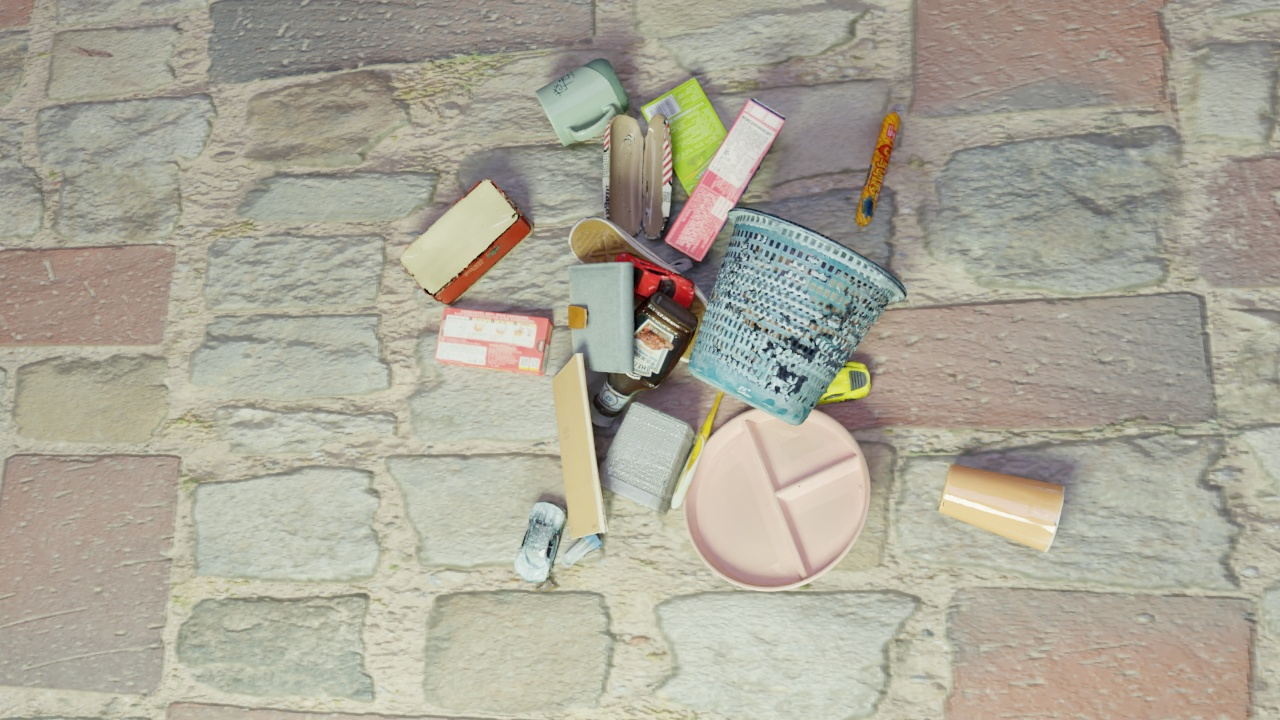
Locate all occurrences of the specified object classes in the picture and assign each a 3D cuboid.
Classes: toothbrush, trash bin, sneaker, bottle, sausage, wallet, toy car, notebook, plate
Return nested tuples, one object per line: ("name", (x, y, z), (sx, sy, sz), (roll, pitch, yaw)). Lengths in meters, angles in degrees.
("toothbrush", (0.075, 0.095, 1.139), (0.016, 0.018, 0.191), (11, 70, 36))
("trash bin", (0.160, -0.040, 1.063), (0.226, 0.226, 0.195), (27, 92, 15))
("sneaker", (0.010, -0.096, 1.171), (0.241, 0.087, 0.118), (42, 103, -6))
("bottle", (-0.007, 0.007, 1.130), (0.080, 0.043, 0.195), (34, 123, -2))
("sausage", (0.301, -0.243, 1.166), (0.021, 0.021, 0.165), (15, 84, 14))
("wallet", (-0.051, -0.052, 1.096), (0.107, 0.036, 0.130), (4, 97, 45))
("toy car", (0.014, -0.092, 1.110), (0.106, 0.031, 0.049), (23, 105, -3))
("notebook", (-0.078, 0.111, 1.128), (0.012, 0.150, 0.211), (-4, 78, -19))
("toy car", (-0.128, 0.232, 1.170), (0.049, 0.031, 0.105), (14, 85, 16))
("plate", (0.160, 0.161, 1.086), (0.230, 0.028, 0.229), (-13, 59, 22))
("toy car", (0.230, 0.028, 1.129), (0.105, 0.032, 0.048), (-9, 79, 12))

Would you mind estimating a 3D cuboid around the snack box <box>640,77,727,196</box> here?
("snack box", (0.073, -0.291, 1.220), (0.086, 0.026, 0.156), (-29, 75, 6))

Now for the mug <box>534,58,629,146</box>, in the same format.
("mug", (-0.071, -0.339, 1.223), (0.106, 0.082, 0.111), (-27, 51, 2))

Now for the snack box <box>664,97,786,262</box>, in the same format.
("snack box", (0.107, -0.225, 1.161), (0.058, 0.057, 0.207), (31, 97, 0))

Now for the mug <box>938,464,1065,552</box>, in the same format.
("mug", (0.409, 0.163, 1.048), (0.123, 0.078, 0.078), (15, 83, 20))

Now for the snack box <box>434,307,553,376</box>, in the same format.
("snack box", (-0.197, -0.026, 1.232), (0.153, 0.025, 0.075), (6, 81, 13))

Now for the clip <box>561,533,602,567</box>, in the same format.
("clip", (-0.076, 0.241, 1.165), (0.058, 0.036, 0.025), (-40, 77, -2))

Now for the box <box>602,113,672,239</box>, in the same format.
("box", (-0.008, -0.239, 1.194), (0.087, 0.076, 0.162), (-2, 95, -19))

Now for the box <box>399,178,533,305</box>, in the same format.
("box", (-0.238, -0.162, 1.237), (0.168, 0.078, 0.091), (-42, 75, 2))

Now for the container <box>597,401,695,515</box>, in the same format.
("container", (0.009, 0.119, 1.131), (0.090, 0.090, 0.114), (22, 83, 14))
